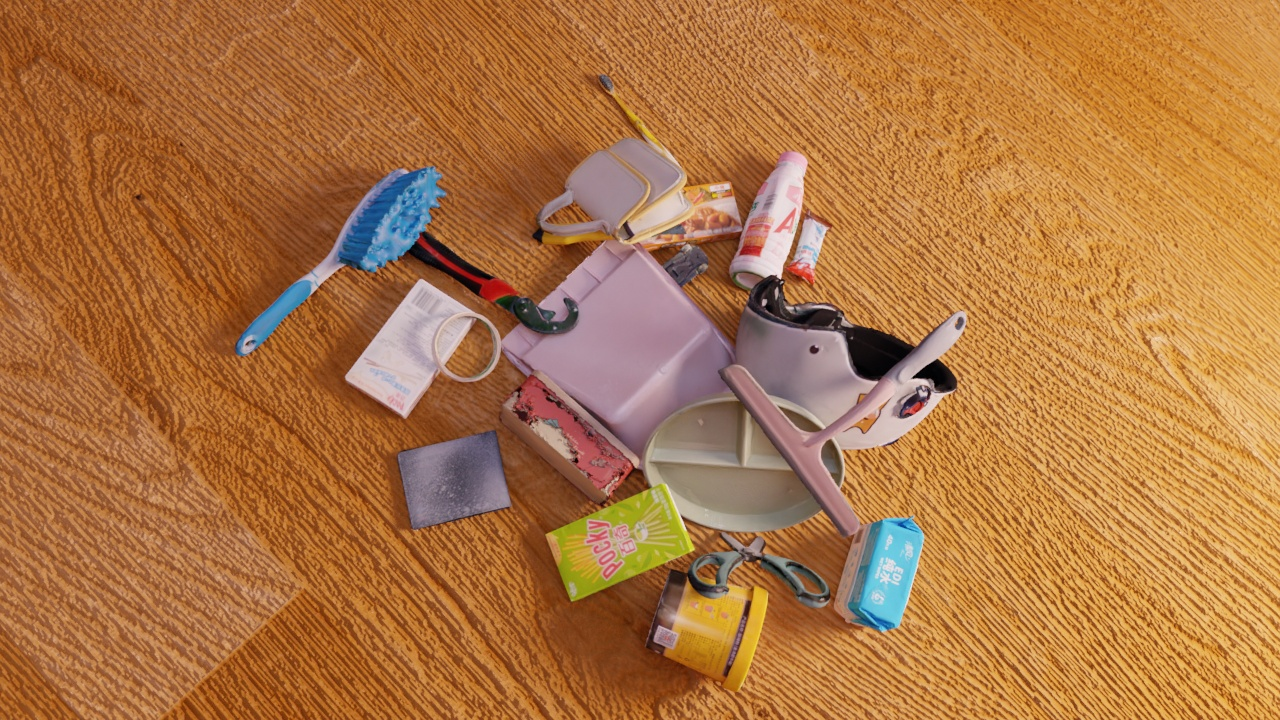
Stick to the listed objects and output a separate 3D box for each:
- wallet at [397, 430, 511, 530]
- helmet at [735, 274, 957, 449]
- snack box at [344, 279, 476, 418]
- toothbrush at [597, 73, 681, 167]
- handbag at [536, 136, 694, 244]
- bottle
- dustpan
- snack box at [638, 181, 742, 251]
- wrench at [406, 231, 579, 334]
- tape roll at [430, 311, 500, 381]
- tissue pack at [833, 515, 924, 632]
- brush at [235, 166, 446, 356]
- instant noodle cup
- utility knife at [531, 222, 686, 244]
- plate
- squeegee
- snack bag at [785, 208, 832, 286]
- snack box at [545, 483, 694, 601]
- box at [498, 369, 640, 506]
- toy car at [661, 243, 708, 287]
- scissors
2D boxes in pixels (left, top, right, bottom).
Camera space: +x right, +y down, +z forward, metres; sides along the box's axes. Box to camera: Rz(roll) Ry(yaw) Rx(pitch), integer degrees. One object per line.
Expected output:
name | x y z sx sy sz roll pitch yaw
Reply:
wallet | -0.222 0.142 1.095 0.120 0.019 0.097 -12 75 -10
helmet | 0.226 0.024 1.101 0.273 0.230 0.157 19 108 -28
snack box | -0.279 -0.016 1.125 0.084 0.027 0.156 32 73 1
toothbrush | 0.002 -0.320 1.254 0.016 0.018 0.191 -36 82 -14
handbag | -0.042 -0.205 1.154 0.178 0.063 0.163 -30 42 -12
bottle | 0.176 -0.187 1.219 0.068 0.068 0.196 21 70 -2
dustpan | -0.007 0.007 1.151 0.222 0.139 0.273 -42 56 -6
snack box | 0.054 -0.191 1.221 0.153 0.026 0.075 -10 76 -11
wrench | -0.199 -0.102 1.143 0.273 0.016 0.056 27 75 12
tape roll | -0.213 -0.016 1.121 0.085 0.014 0.086 -1 91 -32
tissue pack | 0.287 0.254 1.096 0.063 0.090 0.139 22 73 -2
brush | -0.365 -0.120 1.122 0.109 0.060 0.313 17 65 35
instant noodle cup | 0.073 0.300 1.044 0.114 0.118 0.118 18 72 5
utility knife | -0.040 -0.161 1.164 0.209 0.015 0.033 1 56 19
plate | 0.117 0.118 1.056 0.230 0.231 0.027 15 43 -4
squeegee | 0.251 0.030 0.965 0.249 0.040 0.247 -39 106 0
snack bag | 0.227 -0.153 1.236 0.048 0.026 0.104 27 73 -12
snack box | -0.025 0.212 1.068 0.156 0.026 0.085 -25 78 10
box | -0.091 0.099 1.085 0.168 0.091 0.075 40 69 4
toy car | 0.048 -0.113 1.195 0.090 0.034 0.043 -40 80 -15
scissors | 0.120 0.241 1.043 0.180 0.170 0.019 -5 112 -35
